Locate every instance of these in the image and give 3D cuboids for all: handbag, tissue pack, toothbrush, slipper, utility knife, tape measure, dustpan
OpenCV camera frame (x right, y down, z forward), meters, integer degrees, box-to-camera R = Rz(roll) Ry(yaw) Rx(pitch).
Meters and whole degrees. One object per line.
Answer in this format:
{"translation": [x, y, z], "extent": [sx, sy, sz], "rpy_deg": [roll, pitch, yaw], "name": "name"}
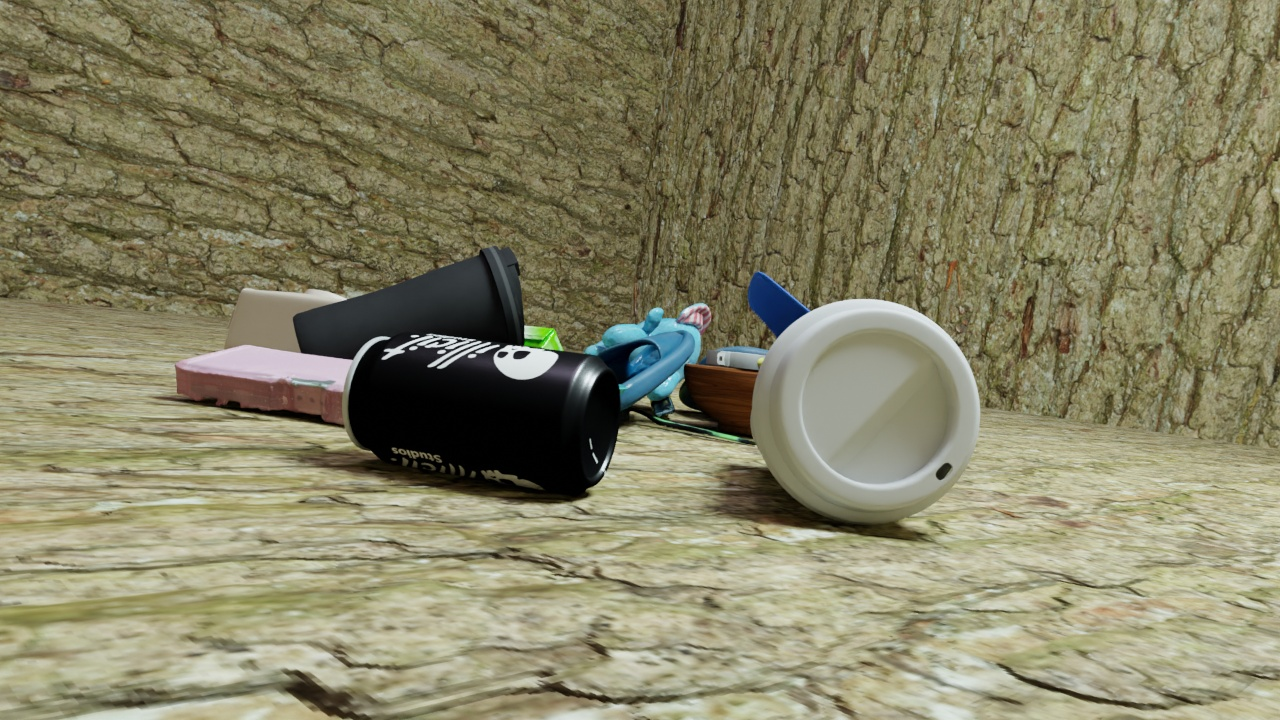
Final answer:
{"translation": [-0.337, -0.013, 1.060], "extent": [0.195, 0.101, 0.197], "rpy_deg": [8, -10, 33], "name": "handbag"}
{"translation": [-0.126, 0.005, 1.029], "extent": [0.100, 0.034, 0.114], "rpy_deg": [8, -40, 29], "name": "tissue pack"}
{"translation": [0.038, 0.069, 0.944], "extent": [0.188, 0.017, 0.014], "rpy_deg": [12, 8, 36], "name": "toothbrush"}
{"translation": [0.113, 0.032, 1.144], "extent": [0.103, 0.059, 0.214], "rpy_deg": [18, -25, -19], "name": "slipper"}
{"translation": [0.027, 0.057, 1.123], "extent": [0.029, 0.020, 0.186], "rpy_deg": [-15, 2, 1], "name": "utility knife"}
{"translation": [0.106, 0.000, 0.983], "extent": [0.065, 0.017, 0.064], "rpy_deg": [6, 1, -12], "name": "tape measure"}
{"translation": [-0.006, 0.006, 0.970], "extent": [0.104, 0.059, 0.213], "rpy_deg": [-26, 8, 27], "name": "slipper"}
{"translation": [0.247, 0.031, 1.004], "extent": [0.257, 0.059, 0.245], "rpy_deg": [27, 15, -46], "name": "dustpan"}

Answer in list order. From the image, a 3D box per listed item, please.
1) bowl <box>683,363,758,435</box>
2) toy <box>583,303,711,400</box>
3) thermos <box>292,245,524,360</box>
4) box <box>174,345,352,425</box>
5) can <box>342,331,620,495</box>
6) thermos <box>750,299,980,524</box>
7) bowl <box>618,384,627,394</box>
{"translation": [0.117, 0.046, 0.996], "extent": [0.147, 0.069, 0.147], "rpy_deg": [6, 1, 0], "name": "bowl"}
{"translation": [0.007, -0.002, 1.131], "extent": [0.115, 0.184, 0.180], "rpy_deg": [56, 22, 19], "name": "toy"}
{"translation": [-0.224, -0.039, 0.912], "extent": [0.218, 0.106, 0.106], "rpy_deg": [-17, 8, -14], "name": "thermos"}
{"translation": [-0.238, 0.022, 0.774], "extent": [0.233, 0.051, 0.180], "rpy_deg": [7, 1, 13], "name": "box"}
{"translation": [-0.091, 0.029, 0.535], "extent": [0.146, 0.080, 0.080], "rpy_deg": [7, 2, 16], "name": "can"}
{"translation": [0.129, 0.038, 0.617], "extent": [0.131, 0.131, 0.222], "rpy_deg": [7, -6, 0], "name": "thermos"}
{"translation": [-0.074, 0.040, 0.818], "extent": [0.121, 0.046, 0.121], "rpy_deg": [7, 2, 0], "name": "bowl"}
